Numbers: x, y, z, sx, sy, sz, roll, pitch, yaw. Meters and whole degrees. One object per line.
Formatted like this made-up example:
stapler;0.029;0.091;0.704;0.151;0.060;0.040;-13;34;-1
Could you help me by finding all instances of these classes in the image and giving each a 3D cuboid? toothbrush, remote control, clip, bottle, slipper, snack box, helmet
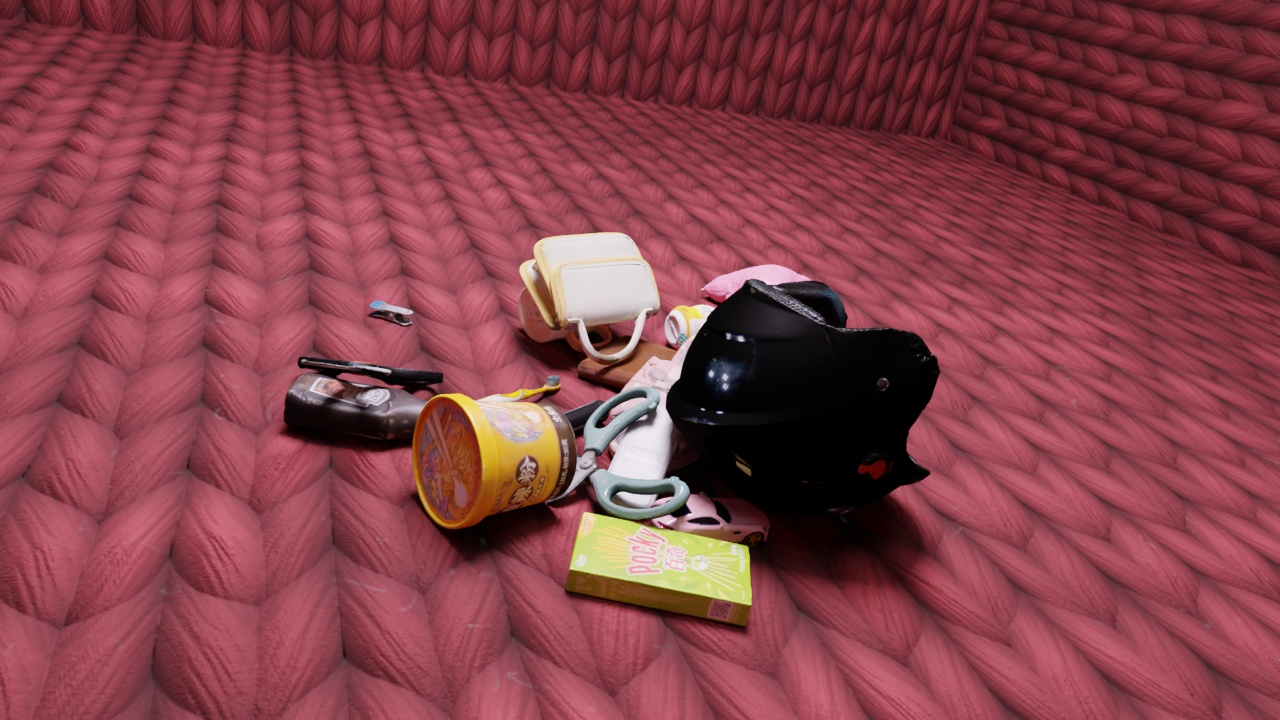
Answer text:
toothbrush;-0.132;0.035;1.009;0.016;0.018;0.191;16;11;20
remote control;0.003;0.098;0.930;0.056;0.020;0.135;15;47;10
clip;-0.319;-0.060;1.177;0.058;0.036;0.025;14;23;12
bottle;-0.254;0.054;0.932;0.195;0.044;0.079;10;18;-5
slipper;0.051;0.033;1.049;0.114;0.055;0.273;23;39;18
snack box;0.018;0.181;0.804;0.156;0.026;0.085;12;24;1
toothbrush;-0.112;0.079;0.960;0.212;0.027;0.026;-19;70;-48
bottle;0.089;-0.045;1.266;0.108;0.063;0.063;-4;29;-30
helmet;0.163;0.044;0.923;0.275;0.230;0.233;51;4;-19

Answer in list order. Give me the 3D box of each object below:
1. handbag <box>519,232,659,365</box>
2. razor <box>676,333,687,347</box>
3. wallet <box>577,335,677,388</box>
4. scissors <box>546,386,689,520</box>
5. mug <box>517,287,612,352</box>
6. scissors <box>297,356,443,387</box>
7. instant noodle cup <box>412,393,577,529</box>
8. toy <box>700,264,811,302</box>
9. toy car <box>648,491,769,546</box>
handbag;-0.047;-0.078;1.153;0.163;0.063;0.178;-10;62;-37
razor;0.111;-0.025;1.229;0.132;0.028;0.043;-14;39;-33
wallet;-0.007;0.007;1.158;0.101;0.032;0.124;19;25;22
scissors;-0.010;0.088;0.904;0.172;0.019;0.169;10;48;32
mug;-0.090;-0.059;1.213;0.105;0.082;0.114;-16;67;-42
scissors;-0.288;0.012;0.942;0.228;0.021;0.220;5;-3;32
instant noodle cup;-0.130;0.088;0.840;0.114;0.119;0.118;-1;27;-43
toy;0.185;-0.112;1.442;0.179;0.075;0.194;6;20;12
toy car;0.067;0.151;0.878;0.122;0.037;0.056;3;28;-21
